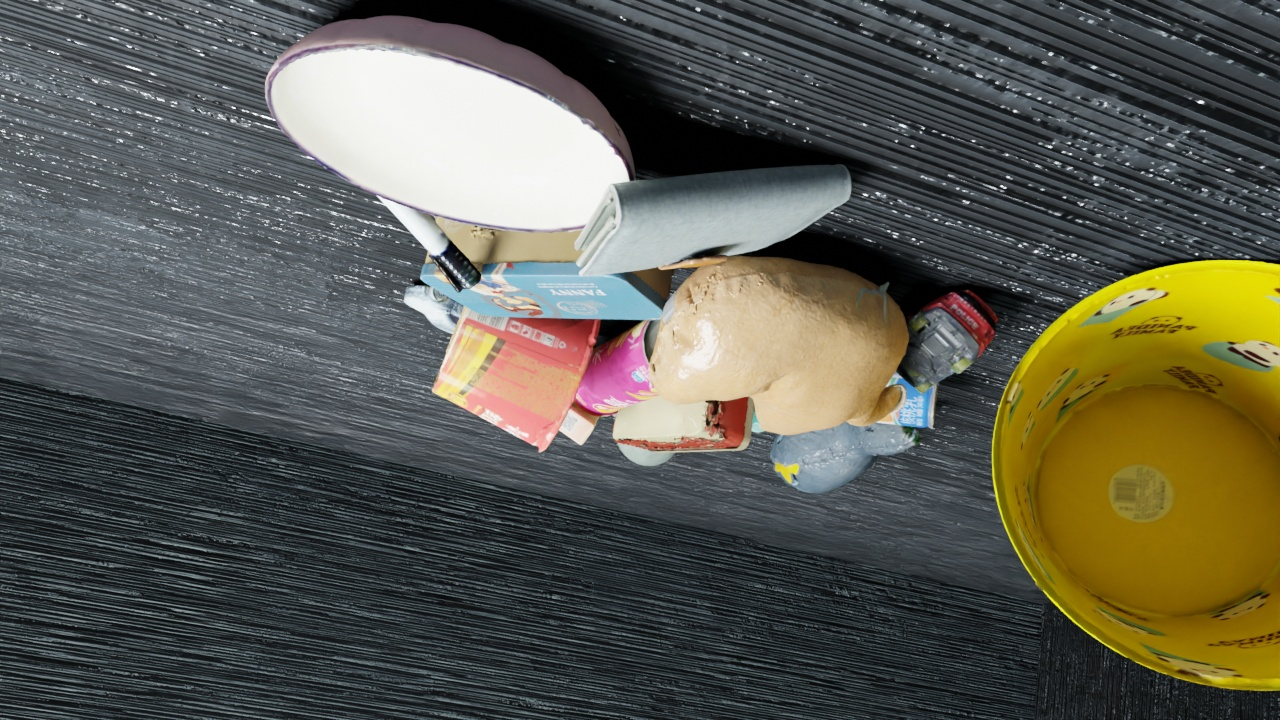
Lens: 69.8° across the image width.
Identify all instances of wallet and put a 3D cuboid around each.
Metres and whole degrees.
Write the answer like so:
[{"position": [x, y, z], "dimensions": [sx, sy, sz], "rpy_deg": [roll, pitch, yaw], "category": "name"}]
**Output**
[{"position": [0.035, -0.073, 0.508], "dimensions": [0.129, 0.037, 0.107], "rpy_deg": [-10, 171, -17], "category": "wallet"}]

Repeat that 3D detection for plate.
[{"position": [-0.094, -0.124, 0.484], "dimensions": [0.192, 0.039, 0.192], "rpy_deg": [10, 166, 2], "category": "plate"}]

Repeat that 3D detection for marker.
[{"position": [-0.148, -0.094, 0.574], "dimensions": [0.131, 0.022, 0.018], "rpy_deg": [49, 164, -27], "category": "marker"}]

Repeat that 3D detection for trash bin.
[{"position": [0.357, 0.081, 0.601], "dimensions": [0.230, 0.229, 0.255], "rpy_deg": [5, 171, 24], "category": "trash bin"}]

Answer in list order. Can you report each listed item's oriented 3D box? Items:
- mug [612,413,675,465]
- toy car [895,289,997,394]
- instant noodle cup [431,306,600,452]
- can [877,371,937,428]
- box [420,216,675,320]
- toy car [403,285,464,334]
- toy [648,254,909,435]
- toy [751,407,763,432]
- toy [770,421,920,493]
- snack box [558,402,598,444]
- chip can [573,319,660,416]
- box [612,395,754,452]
[{"position": [0.000, 0.066, 1.096], "dimensions": [0.124, 0.083, 0.103], "rpy_deg": [36, 165, 3], "category": "mug"}, {"position": [0.211, -0.014, 0.652], "dimensions": [0.053, 0.045, 0.121], "rpy_deg": [48, 166, 7], "category": "toy car"}, {"position": [-0.110, -0.005, 0.794], "dimensions": [0.108, 0.137, 0.138], "rpy_deg": [23, 164, -12], "category": "instant noodle cup"}, {"position": [0.194, 0.027, 0.820], "dimensions": [0.135, 0.053, 0.053], "rpy_deg": [6, 165, 19], "category": "can"}, {"position": [-0.058, -0.068, 0.638], "dimensions": [0.185, 0.059, 0.089], "rpy_deg": [4, 165, 31], "category": "box"}, {"position": [-0.181, -0.047, 0.864], "dimensions": [0.043, 0.034, 0.090], "rpy_deg": [2, 162, 43], "category": "toy car"}, {"position": [0.118, -0.002, 0.623], "dimensions": [0.225, 0.082, 0.144], "rpy_deg": [17, 138, -26], "category": "toy"}, {"position": [0.112, 0.062, 1.071], "dimensions": [0.092, 0.030, 0.097], "rpy_deg": [21, 160, -20], "category": "toy"}, {"position": [0.217, 0.101, 1.024], "dimensions": [0.138, 0.091, 0.356], "rpy_deg": [-2, 168, 0], "category": "toy"}, {"position": [-0.115, 0.028, 0.955], "dimensions": [0.157, 0.026, 0.084], "rpy_deg": [35, -176, -2], "category": "snack box"}, {"position": [-0.005, 0.005, 0.852], "dimensions": [0.071, 0.071, 0.211], "rpy_deg": [16, 165, -18], "category": "chip can"}, {"position": [0.035, 0.049, 0.949], "dimensions": [0.076, 0.091, 0.169], "rpy_deg": [16, 166, -32], "category": "box"}]
